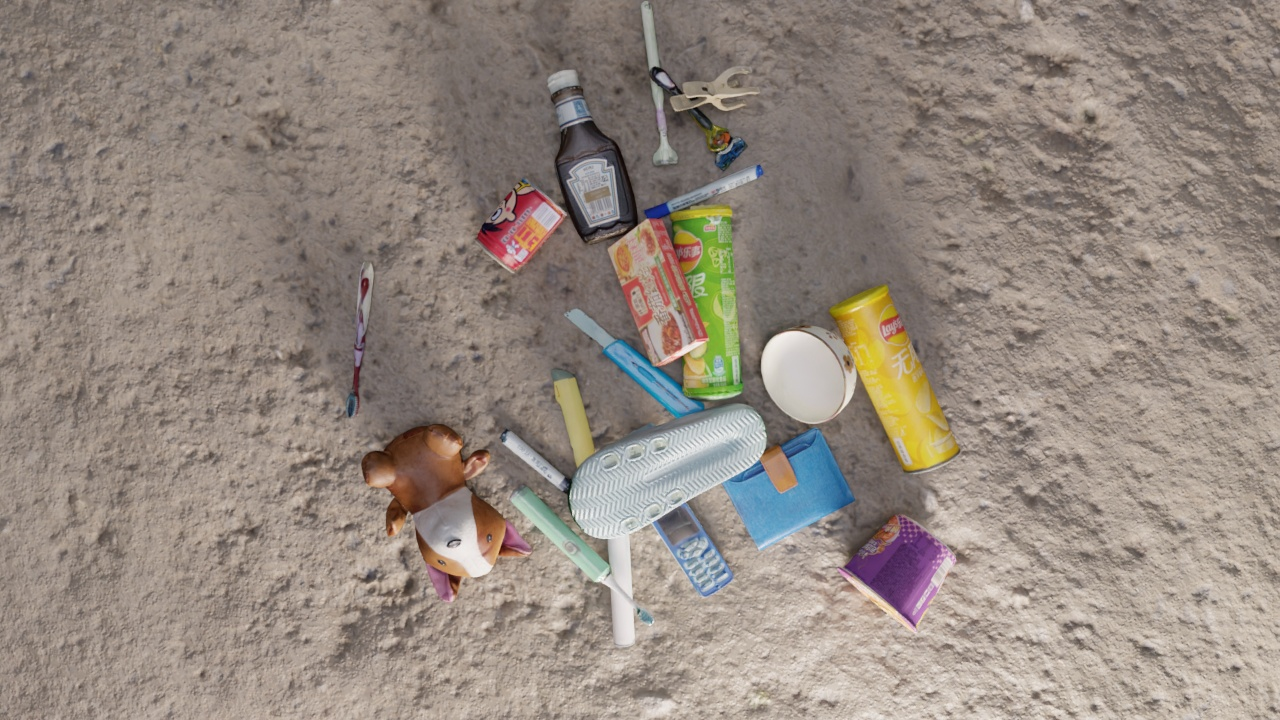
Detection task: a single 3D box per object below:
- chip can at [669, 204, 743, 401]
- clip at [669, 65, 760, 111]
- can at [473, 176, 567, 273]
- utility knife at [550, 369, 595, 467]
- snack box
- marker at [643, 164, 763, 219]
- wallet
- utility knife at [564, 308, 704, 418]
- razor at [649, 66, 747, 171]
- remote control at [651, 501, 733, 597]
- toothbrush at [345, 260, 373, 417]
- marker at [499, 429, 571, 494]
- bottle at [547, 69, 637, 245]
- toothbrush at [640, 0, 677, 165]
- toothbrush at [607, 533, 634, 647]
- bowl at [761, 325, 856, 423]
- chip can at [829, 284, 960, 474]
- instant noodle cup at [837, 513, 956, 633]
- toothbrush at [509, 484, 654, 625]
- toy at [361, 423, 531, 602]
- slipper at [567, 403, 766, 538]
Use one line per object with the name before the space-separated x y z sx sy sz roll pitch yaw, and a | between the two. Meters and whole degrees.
chip can | 0.076 -0.064 1.053 0.072 0.072 0.221 -4 93 0
clip | 0.081 -0.301 1.047 0.104 0.081 0.034 -21 87 -13
can | -0.138 -0.154 1.050 0.066 0.066 0.094 41 93 -2
utility knife | -0.070 0.103 1.085 0.031 0.020 0.195 -14 83 -5
snack box | 0.019 -0.076 1.037 0.075 0.025 0.153 -31 75 41
marker | 0.074 -0.196 1.072 0.146 0.017 0.017 -22 93 2
wallet | 0.174 0.151 1.084 0.133 0.040 0.106 -28 97 1
utility knife | -0.006 0.006 1.084 0.207 0.018 0.034 39 93 -2
razor | 0.063 -0.284 1.055 0.042 0.022 0.142 -45 102 0
remote control | 0.060 0.220 1.094 0.049 0.024 0.125 -33 94 2
toothbrush | -0.333 -0.024 1.083 0.016 0.017 0.187 7 94 -1
marker | -0.113 0.127 1.093 0.130 0.018 0.022 41 82 -3
bottle | -0.062 -0.235 1.057 0.080 0.044 0.195 -17 93 1
toothbrush | 0.018 -0.321 1.065 0.029 0.020 0.189 -8 92 -6
toothbrush | -0.025 0.229 1.093 0.026 0.027 0.221 -5 94 -25
bowl | 0.202 0.010 1.052 0.062 0.114 0.113 -25 94 -41
chip can | 0.293 0.022 1.057 0.072 0.072 0.213 -25 93 1
instant noodle cup | 0.301 0.239 1.059 0.111 0.111 0.099 39 83 -2
toothbrush | -0.067 0.230 1.077 0.224 0.027 0.026 43 97 7
toy | -0.221 0.170 1.050 0.140 0.130 0.199 -25 103 -4
slipper | 0.028 0.116 1.060 0.245 0.074 0.104 -23 106 -6
